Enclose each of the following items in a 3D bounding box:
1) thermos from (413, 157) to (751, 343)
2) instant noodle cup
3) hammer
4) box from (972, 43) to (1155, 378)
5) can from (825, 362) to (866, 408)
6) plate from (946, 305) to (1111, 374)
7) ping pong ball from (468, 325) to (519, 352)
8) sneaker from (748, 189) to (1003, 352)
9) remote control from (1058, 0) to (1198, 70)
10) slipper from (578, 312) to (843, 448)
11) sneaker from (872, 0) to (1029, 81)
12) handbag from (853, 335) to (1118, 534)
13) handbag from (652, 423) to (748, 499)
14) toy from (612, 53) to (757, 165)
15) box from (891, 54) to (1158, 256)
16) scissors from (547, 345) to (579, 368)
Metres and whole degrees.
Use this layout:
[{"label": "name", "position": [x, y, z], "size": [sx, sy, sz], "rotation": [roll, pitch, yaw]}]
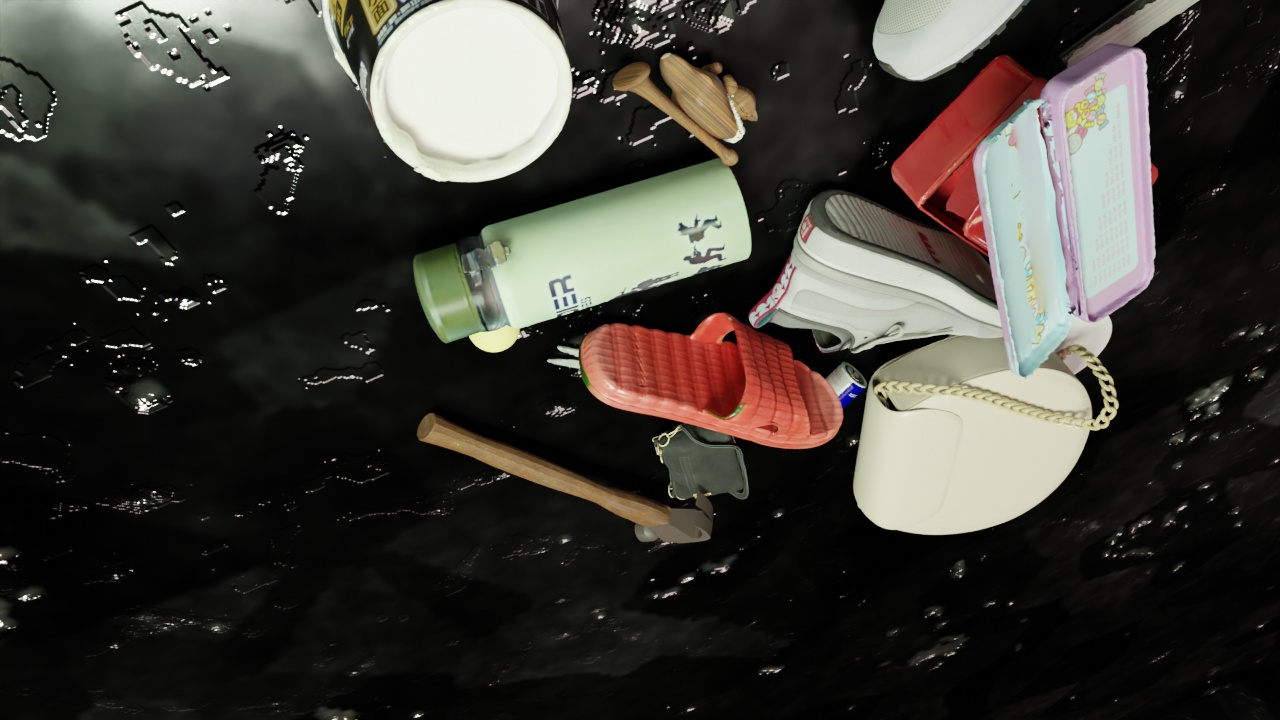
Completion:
[{"label": "thermos", "position": [-0.043, -0.076, 0.647], "size": [0.231, 0.082, 0.082], "rotation": [-17, 138, -5]}, {"label": "instant noodle cup", "position": [-0.099, -0.171, 0.501], "size": [0.137, 0.112, 0.137], "rotation": [-12, 137, -12]}, {"label": "hammer", "position": [-0.060, 0.115, 0.855], "size": [0.322, 0.033, 0.116], "rotation": [27, 150, -34]}, {"label": "box", "position": [0.306, -0.100, 0.661], "size": [0.150, 0.035, 0.214], "rotation": [-37, 128, -12]}, {"label": "can", "position": [0.177, 0.044, 0.895], "size": [0.032, 0.032, 0.095], "rotation": [20, 124, -37]}, {"label": "plate", "position": [0.372, 0.004, 0.912], "size": [0.188, 0.016, 0.189], "rotation": [-5, 147, -4]}, {"label": "ping pong ball", "position": [-0.112, -0.026, 0.699], "size": [0.040, 0.040, 0.040], "rotation": [-12, 137, -11]}, {"label": "sneaker", "position": [0.217, -0.048, 0.779], "size": [0.262, 0.096, 0.129], "rotation": [12, 135, -30]}, {"label": "remote control", "position": [0.377, -0.258, 0.681], "size": [0.137, 0.013, 0.033], "rotation": [-34, 136, 16]}, {"label": "slipper", "position": [0.072, 0.009, 0.767], "size": [0.248, 0.103, 0.059], "rotation": [13, 142, -23]}, {"label": "sneaker", "position": [0.202, -0.292, 0.531], "size": [0.124, 0.088, 0.240], "rotation": [30, 109, -36]}, {"label": "handbag", "position": [0.314, 0.077, 0.869], "size": [0.208, 0.103, 0.211], "rotation": [-8, 129, -6]}, {"label": "handbag", "position": [0.058, 0.098, 0.889], "size": [0.079, 0.054, 0.129], "rotation": [-18, 140, 2]}, {"label": "toy", "position": [0.036, -0.174, 0.605], "size": [0.101, 0.042, 0.054], "rotation": [31, 82, -33]}, {"label": "box", "position": [0.298, -0.144, 0.718], "size": [0.157, 0.110, 0.134], "rotation": [23, 110, -34]}, {"label": "scissors", "position": [-0.004, 0.011, 0.797], "size": [0.123, 0.019, 0.148], "rotation": [-27, 136, 7]}]
